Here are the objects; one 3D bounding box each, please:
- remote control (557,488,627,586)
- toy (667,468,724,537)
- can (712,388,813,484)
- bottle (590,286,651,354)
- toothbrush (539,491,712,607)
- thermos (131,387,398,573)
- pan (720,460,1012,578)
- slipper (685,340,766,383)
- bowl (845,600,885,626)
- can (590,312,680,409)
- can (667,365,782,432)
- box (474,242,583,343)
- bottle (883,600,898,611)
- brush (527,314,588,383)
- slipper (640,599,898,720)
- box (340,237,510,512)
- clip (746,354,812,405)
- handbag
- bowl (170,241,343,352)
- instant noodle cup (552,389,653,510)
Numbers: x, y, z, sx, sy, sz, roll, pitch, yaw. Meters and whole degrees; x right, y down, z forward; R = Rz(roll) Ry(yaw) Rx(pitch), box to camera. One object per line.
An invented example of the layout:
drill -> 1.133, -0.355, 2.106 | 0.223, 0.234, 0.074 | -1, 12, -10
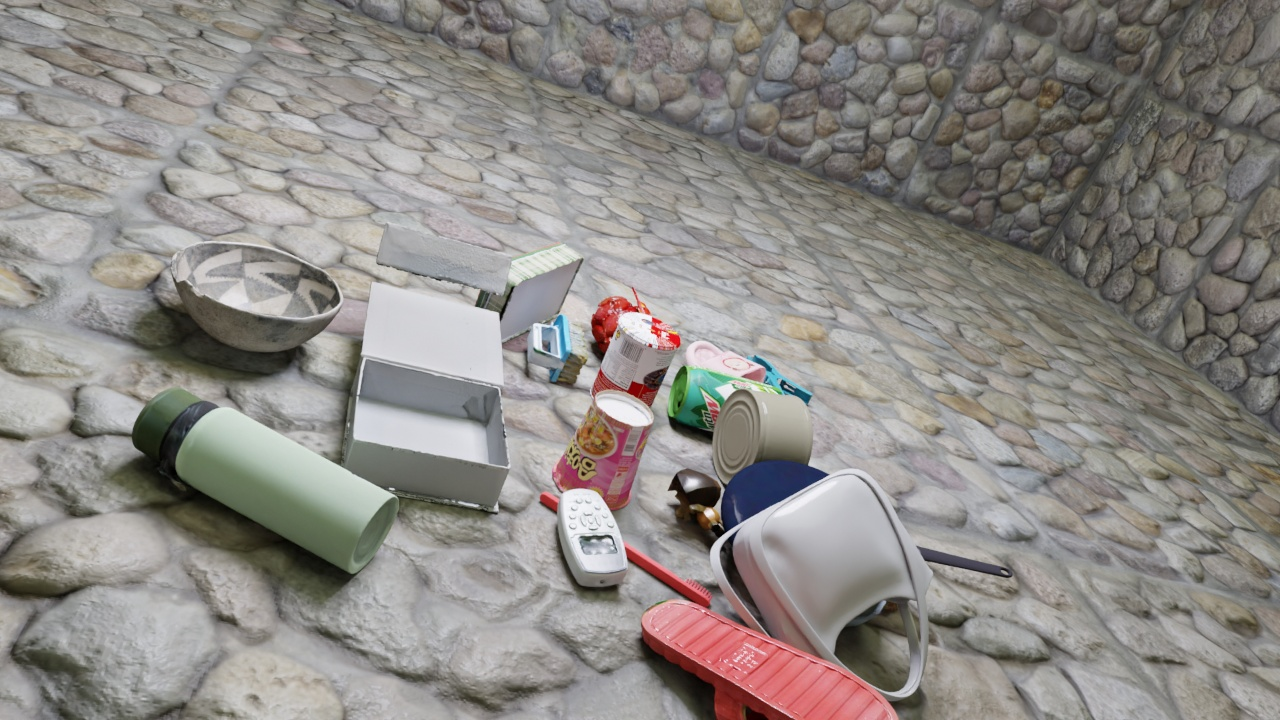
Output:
remote control -> -0.051, 0.179, 0.933 | 0.060, 0.028, 0.114 | 3, 39, -22
toy -> 0.072, 0.169, 1.049 | 0.100, 0.062, 0.076 | 53, 0, 34
can -> 0.152, 0.102, 1.161 | 0.073, 0.128, 0.127 | 11, 28, -22
bottle -> -0.016, -0.043, 1.342 | 0.098, 0.099, 0.111 | 8, 34, -30
toothbrush -> -0.016, 0.195, 0.967 | 0.212, 0.012, 0.017 | 30, 26, 14
thermos -> -0.334, 0.103, 0.807 | 0.231, 0.082, 0.082 | 27, 25, 6
pan -> 0.262, 0.204, 1.038 | 0.356, 0.021, 0.198 | 14, 38, -9
slipper -> 0.155, 0.037, 1.376 | 0.221, 0.056, 0.106 | 40, 31, 29
bowl -> 0.213, 0.250, 1.010 | 0.106, 0.039, 0.106 | 12, 38, -10
can -> -0.007, 0.007, 1.222 | 0.086, 0.117, 0.086 | 19, 25, -10
can -> 0.117, 0.060, 1.262 | 0.144, 0.083, 0.083 | 16, 26, -13
box -> -0.162, -0.096, 1.299 | 0.051, 0.118, 0.205 | 35, 28, 12
bottle -> 0.250, 0.221, 1.089 | 0.059, 0.060, 0.166 | -7, 38, -47
brush -> -0.118, -0.026, 1.267 | 0.075, 0.055, 0.135 | 21, 24, -17
slipper -> 0.105, 0.295, 0.823 | 0.249, 0.059, 0.103 | 19, 21, 30
box -> -0.236, 0.009, 1.046 | 0.166, 0.099, 0.367 | 14, 33, -21
clip -> 0.204, 0.033, 1.466 | 0.102, 0.027, 0.119 | 2, 32, -42
handbag -> 0.195, 0.240, 0.920 | 0.215, 0.096, 0.222 | -24, 77, -22
bowl -> -0.433, -0.061, 1.033 | 0.178, 0.081, 0.178 | 20, 25, -10
instant noodle cup -> -0.036, 0.096, 1.032 | 0.097, 0.109, 0.097 | 20, 25, -10
